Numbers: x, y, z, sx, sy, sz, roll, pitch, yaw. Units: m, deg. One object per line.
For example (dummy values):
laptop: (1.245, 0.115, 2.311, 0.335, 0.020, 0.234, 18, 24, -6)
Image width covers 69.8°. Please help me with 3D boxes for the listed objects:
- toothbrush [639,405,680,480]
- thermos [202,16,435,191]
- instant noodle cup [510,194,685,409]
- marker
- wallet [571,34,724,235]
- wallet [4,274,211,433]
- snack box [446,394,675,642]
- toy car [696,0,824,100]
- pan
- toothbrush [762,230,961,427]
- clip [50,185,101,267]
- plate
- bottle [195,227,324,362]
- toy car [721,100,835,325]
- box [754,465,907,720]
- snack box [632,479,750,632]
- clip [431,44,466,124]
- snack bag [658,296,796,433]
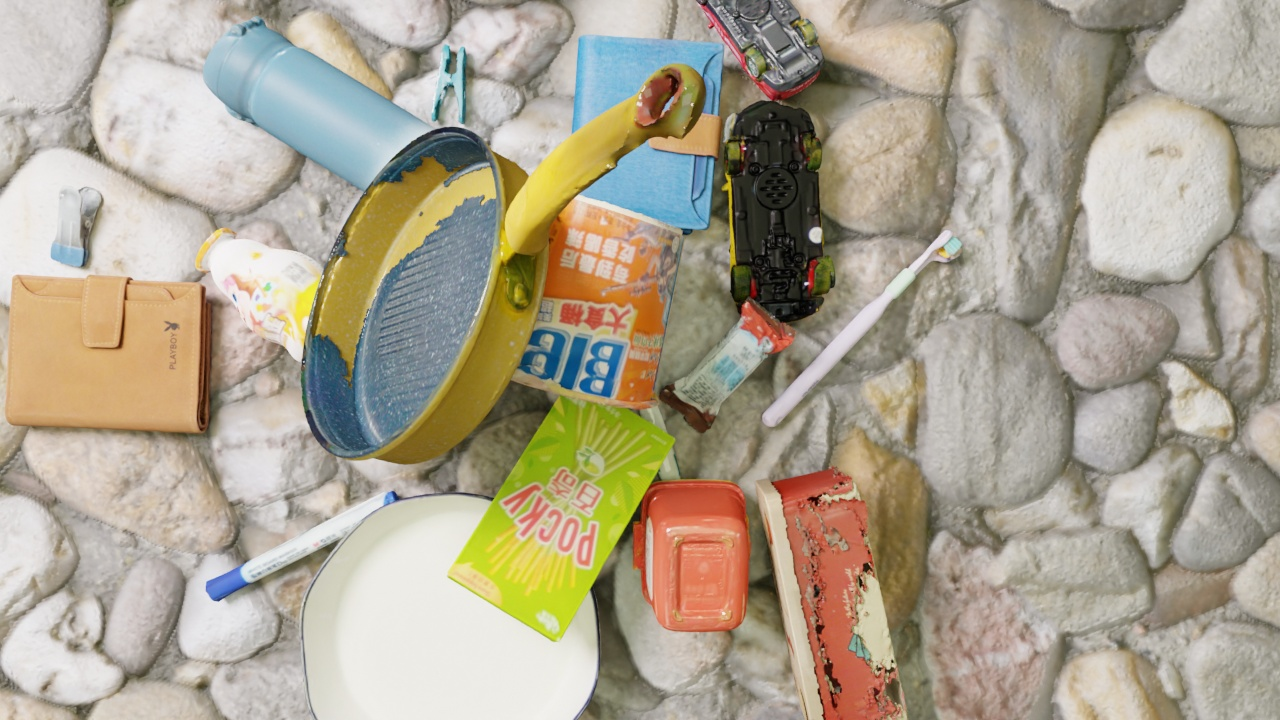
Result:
toothbrush: (-0.004, 0.004, 0.655, 0.016, 0.018, 0.191, -18, 93, -2)
thermos: (-0.189, -0.151, 0.625, 0.220, 0.070, 0.070, 31, 89, -1)
instant noodle cup: (-0.045, -0.045, 0.579, 0.151, 0.151, 0.111, 17, 96, -2)
marker: (-0.237, 0.130, 0.648, 0.146, 0.017, 0.017, -27, 91, -1)
wallet: (0.003, -0.158, 0.643, 0.106, 0.040, 0.133, 5, 92, 3)
wallet: (-0.368, -0.005, 0.638, 0.132, 0.031, 0.108, 3, 92, -3)
snack box: (-0.051, 0.097, 0.611, 0.086, 0.026, 0.156, 33, 72, -3)
toy car: (0.079, -0.234, 0.639, 0.053, 0.045, 0.120, -29, 79, -4)
pan: (-0.084, -0.055, 0.463, 0.078, 0.358, 0.197, 22, 65, -42)
toothbrush: (0.157, -0.020, 0.657, 0.189, 0.029, 0.021, -45, 51, 1)
clip: (-0.397, -0.095, 0.644, 0.024, 0.028, 0.057, 15, 99, 1)
plate: (-0.129, 0.192, 0.637, 0.205, 0.045, 0.205, 0, 90, -3)
bottle: (-0.245, -0.046, 0.623, 0.108, 0.063, 0.063, 34, 89, -1)
toy car: (0.095, -0.102, 0.642, 0.071, 0.041, 0.156, -5, 96, -2)
box: (0.134, 0.160, 0.620, 0.078, 0.091, 0.168, -12, 91, 2)
snack box: (0.036, 0.133, 0.619, 0.082, 0.080, 0.091, 0, 99, -1)
clip: (-0.135, -0.196, 0.650, 0.041, 0.014, 0.056, 4, 90, -2)
snack bag: (0.060, 0.005, 0.638, 0.045, 0.026, 0.105, 38, 113, -8)
